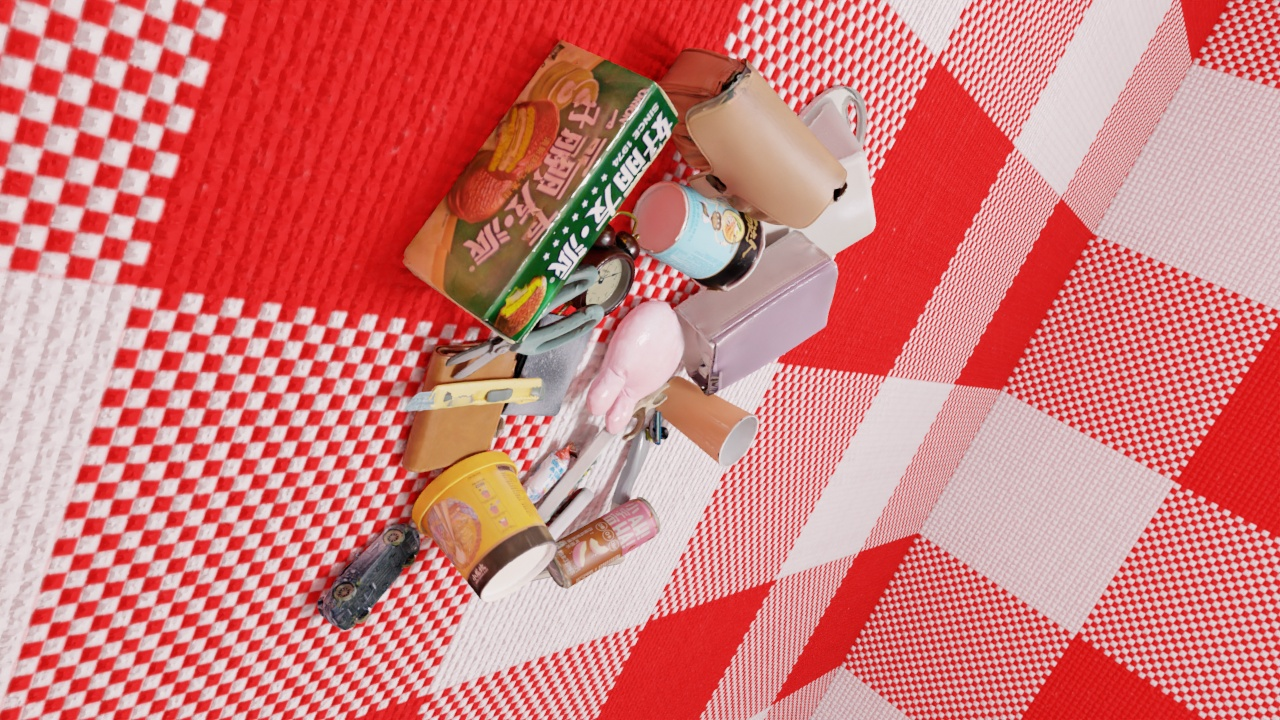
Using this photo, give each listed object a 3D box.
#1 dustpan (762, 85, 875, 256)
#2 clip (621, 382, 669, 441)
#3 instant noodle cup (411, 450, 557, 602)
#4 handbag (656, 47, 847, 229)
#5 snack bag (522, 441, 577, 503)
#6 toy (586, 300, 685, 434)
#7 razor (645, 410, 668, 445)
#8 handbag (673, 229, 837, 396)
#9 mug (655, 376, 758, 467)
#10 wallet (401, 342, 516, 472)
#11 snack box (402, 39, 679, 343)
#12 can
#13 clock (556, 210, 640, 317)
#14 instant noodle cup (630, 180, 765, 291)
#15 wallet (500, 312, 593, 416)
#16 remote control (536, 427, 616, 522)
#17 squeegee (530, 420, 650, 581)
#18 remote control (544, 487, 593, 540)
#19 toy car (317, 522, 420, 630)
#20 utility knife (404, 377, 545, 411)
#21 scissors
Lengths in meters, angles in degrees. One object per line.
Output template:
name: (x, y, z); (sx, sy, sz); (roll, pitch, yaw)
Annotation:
dustpan: (0.205, -0.227, 1.197); (0.258, 0.142, 0.223); (-25, 147, 5)
clip: (-0.001, 0.049, 1.142); (0.103, 0.035, 0.089); (-47, 149, -25)
instant noodle cup: (-0.154, 0.173, 0.940); (0.118, 0.114, 0.119); (-34, 156, -17)
handbag: (0.101, -0.207, 0.896); (0.204, 0.148, 0.099); (39, 82, -25)
snack bag: (-0.113, 0.138, 1.072); (0.105, 0.026, 0.045); (-47, 172, -16)
toy: (-0.006, 0.006, 1.071); (0.159, 0.054, 0.121); (-54, 142, -15)
razor: (0.022, 0.091, 1.192); (0.142, 0.022, 0.042); (47, 44, -80)
handbag: (0.143, -0.056, 1.155); (0.196, 0.098, 0.145); (-32, 145, -15)
mug: (0.083, 0.074, 1.194); (0.078, 0.123, 0.078); (-34, 143, -31)
wallet: (-0.173, 0.043, 0.899); (0.107, 0.031, 0.132); (-9, 127, -49)
snack box: (-0.084, -0.143, 0.770); (0.240, 0.114, 0.063); (-54, 150, -3)
can: (-0.049, 0.230, 1.164); (0.147, 0.058, 0.058); (-26, 139, -25)
clock: (-0.043, -0.097, 0.924); (0.082, 0.055, 0.122); (14, 109, -57)
instant noodle cup: (0.056, -0.138, 0.986); (0.120, 0.111, 0.111); (12, 108, -50)
wallet: (-0.100, 0.005, 0.981); (0.097, 0.019, 0.121); (5, 113, -58)
remote control: (-0.077, 0.137, 1.103); (0.135, 0.019, 0.056); (-51, 176, -2)
squeegee: (-0.035, 0.193, 1.222); (0.246, 0.039, 0.247); (8, 111, -57)
remote control: (-0.110, 0.209, 1.130); (0.135, 0.020, 0.056); (-47, -176, -15)
toy car: (-0.270, 0.213, 0.918); (0.120, 0.037, 0.054); (-49, 149, -32)
utility knife: (-0.153, 0.032, 0.880); (0.174, 0.019, 0.031); (-1, 113, -46)
scissors: (-0.096, -0.037, 0.829); (0.174, 0.019, 0.177); (-20, 161, -30)
